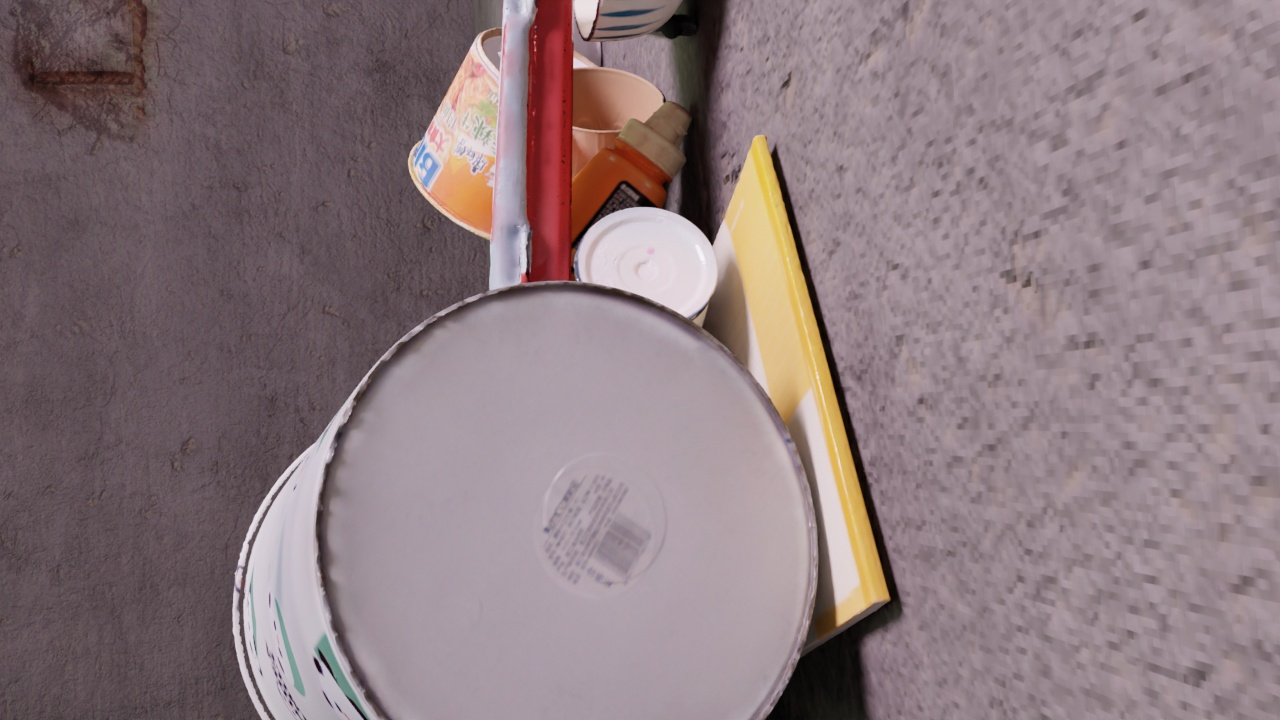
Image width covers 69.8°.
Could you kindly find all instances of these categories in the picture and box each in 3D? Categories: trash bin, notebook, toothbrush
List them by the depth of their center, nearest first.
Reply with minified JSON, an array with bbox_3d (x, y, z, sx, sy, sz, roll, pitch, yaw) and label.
[{"bbox_3d":[0.057,0.025,0.417,0.146,0.010,0.206,108,156,-61],"label":"notebook"},{"bbox_3d":[-0.065,0.094,0.421,0.253,0.229,0.229,140,127,-61],"label":"trash bin"},{"bbox_3d":[0.008,-0.216,0.583,0.189,0.016,0.014,-116,16,-66],"label":"toothbrush"}]

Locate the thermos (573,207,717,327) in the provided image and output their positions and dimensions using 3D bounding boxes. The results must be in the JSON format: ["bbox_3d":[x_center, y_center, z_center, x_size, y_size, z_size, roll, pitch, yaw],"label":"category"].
[{"bbox_3d":[-0.003,0.003,0.522,0.225,0.073,0.073,98,164,-64],"label":"thermos"}]

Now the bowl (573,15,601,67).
[{"bbox_3d":[-0.070,-0.262,0.794,0.118,0.064,0.118,176,91,-77],"label":"bowl"}]

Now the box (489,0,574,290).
[{"bbox_3d":[-0.057,-0.109,0.460,0.087,0.047,0.201,149,123,-85],"label":"box"}]

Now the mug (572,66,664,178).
[{"bbox_3d":[-0.043,-0.118,0.597,0.084,0.124,0.104,32,139,24],"label":"mug"}]

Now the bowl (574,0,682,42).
[{"bbox_3d":[0.002,-0.226,0.476,0.116,0.066,0.116,176,91,-79],"label":"bowl"}]

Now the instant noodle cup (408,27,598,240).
[{"bbox_3d":[-0.086,-0.172,0.698,0.112,0.151,0.151,-58,32,35],"label":"instant noodle cup"}]

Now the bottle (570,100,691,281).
[{"bbox_3d":[-0.020,-0.084,0.529,0.149,0.066,0.066,-54,19,5],"label":"bottle"}]
